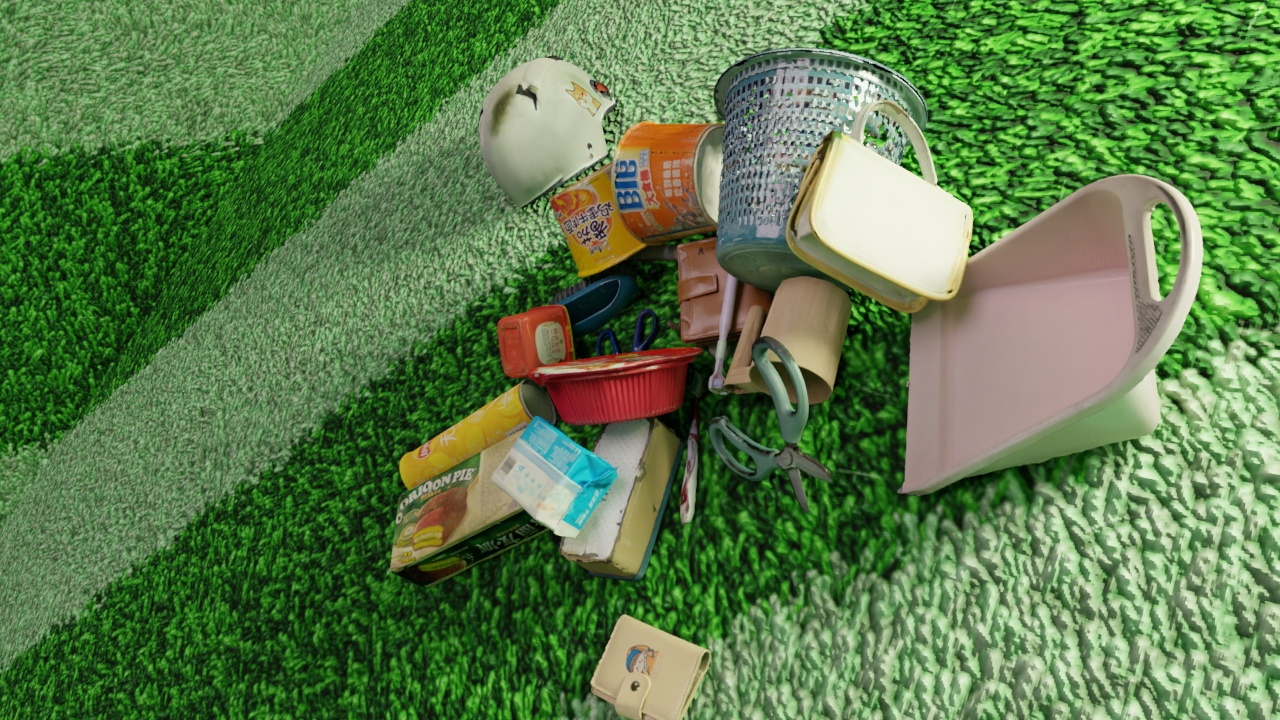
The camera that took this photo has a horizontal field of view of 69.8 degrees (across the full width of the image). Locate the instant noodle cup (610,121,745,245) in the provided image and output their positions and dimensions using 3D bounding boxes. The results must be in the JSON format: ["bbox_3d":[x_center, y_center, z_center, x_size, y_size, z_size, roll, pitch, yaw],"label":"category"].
[{"bbox_3d":[0.055,-0.214,1.089,0.112,0.151,0.151,3,62,39],"label":"instant noodle cup"}]

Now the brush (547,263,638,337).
[{"bbox_3d":[-0.065,-0.070,1.196,0.144,0.055,0.073,-25,44,27],"label":"brush"}]

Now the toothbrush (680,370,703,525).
[{"bbox_3d":[0.054,0.089,0.987,0.016,0.017,0.187,-18,48,33],"label":"toothbrush"}]

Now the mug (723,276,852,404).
[{"bbox_3d":[0.149,-0.018,0.936,0.125,0.084,0.103,-8,53,46],"label":"mug"}]

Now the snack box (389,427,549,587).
[{"bbox_3d":[-0.198,0.180,1.119,0.241,0.063,0.114,-29,43,24],"label":"snack box"}]

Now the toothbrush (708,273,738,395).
[{"bbox_3d":[0.097,-0.054,1.001,0.021,0.029,0.189,-19,56,53],"label":"toothbrush"}]

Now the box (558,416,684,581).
[{"bbox_3d":[-0.021,0.150,0.981,0.090,0.059,0.184,-2,61,43],"label":"box"}]

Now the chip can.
[{"bbox_3d":[-0.212,0.104,1.183,0.214,0.072,0.072,-32,43,22],"label":"chip can"}]

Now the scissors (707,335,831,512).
[{"bbox_3d":[0.121,0.053,0.877,0.170,0.019,0.180,24,122,52],"label":"scissors"}]

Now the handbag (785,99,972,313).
[{"bbox_3d":[0.230,-0.150,0.859,0.063,0.163,0.178,-27,41,68],"label":"handbag"}]

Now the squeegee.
[{"bbox_3d":[0.060,-0.130,1.140,0.250,0.040,0.247,12,70,48],"label":"squeegee"}]

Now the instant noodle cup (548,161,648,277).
[{"bbox_3d":[-0.046,-0.187,1.185,0.138,0.110,0.138,-28,14,7],"label":"instant noodle cup"}]

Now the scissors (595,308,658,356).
[{"bbox_3d":[-0.020,0.009,1.126,0.157,0.012,0.165,13,70,46],"label":"scissors"}]

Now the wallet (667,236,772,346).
[{"bbox_3d":[0.090,-0.082,1.046,0.119,0.035,0.130,-8,63,13],"label":"wallet"}]

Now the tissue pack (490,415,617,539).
[{"bbox_3d":[-0.091,0.122,0.973,0.090,0.063,0.140,-55,39,-7],"label":"tissue pack"}]

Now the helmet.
[{"bbox_3d":[-0.169,-0.387,1.466,0.231,0.157,0.273,-22,47,30],"label":"helmet"}]

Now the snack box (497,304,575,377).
[{"bbox_3d":[-0.133,-0.022,1.167,0.082,0.080,0.091,-4,96,42],"label":"snack box"}]

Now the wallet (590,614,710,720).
[{"bbox_3d":[0.005,0.297,0.867,0.115,0.024,0.087,8,67,45],"label":"wallet"}]

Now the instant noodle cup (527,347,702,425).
[{"bbox_3d":[-0.024,0.029,1.006,0.194,0.193,0.066,-3,95,42],"label":"instant noodle cup"}]

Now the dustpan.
[{"bbox_3d":[0.311,-0.032,0.746,0.274,0.139,0.222,-16,50,35],"label":"dustpan"}]

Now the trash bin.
[{"bbox_3d":[0.169,-0.180,0.961,0.227,0.226,0.195,2,74,44],"label":"trash bin"}]
